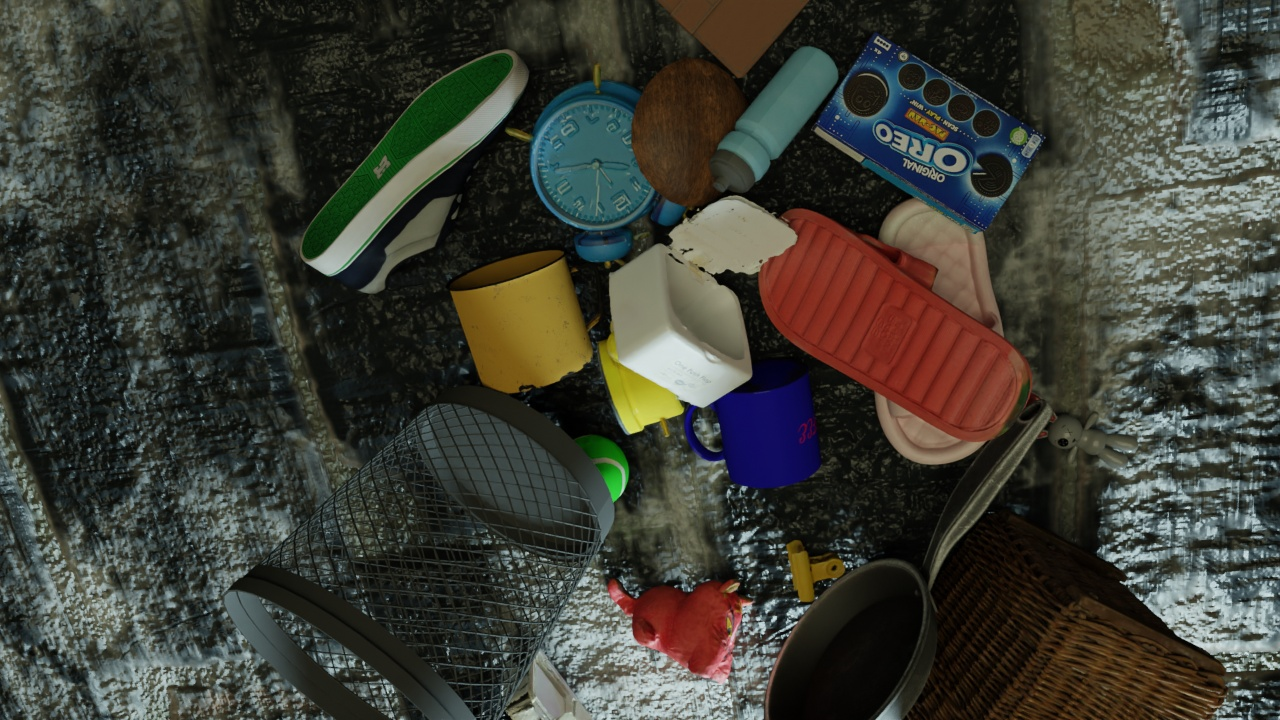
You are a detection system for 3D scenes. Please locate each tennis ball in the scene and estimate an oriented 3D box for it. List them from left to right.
[{"bbox_3d":[-0.043,0.098,0.807,0.065,0.065,0.065,2,109,7],"label":"tennis ball"}]

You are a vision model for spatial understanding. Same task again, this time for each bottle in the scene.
[{"bbox_3d":[0.095,-0.173,0.675,0.040,0.040,0.130,40,77,-7],"label":"bottle"}]

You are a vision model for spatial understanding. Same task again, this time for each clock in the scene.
[{"bbox_3d":[-0.021,-0.143,0.723,0.117,0.060,0.161,-33,104,16],"label":"clock"},{"bbox_3d":[-0.005,0.004,0.761,0.057,0.083,0.119,-17,108,8],"label":"clock"}]

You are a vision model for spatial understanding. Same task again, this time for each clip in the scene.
[{"bbox_3d":[0.158,0.190,0.831,0.049,0.044,0.054,-1,109,34],"label":"clip"}]

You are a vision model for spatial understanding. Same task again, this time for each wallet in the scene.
[{"bbox_3d":[0.060,-0.285,0.688,0.121,0.013,0.087,42,105,-7],"label":"wallet"}]

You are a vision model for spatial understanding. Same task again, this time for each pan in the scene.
[{"bbox_3d":[0.225,0.182,0.753,0.055,0.187,0.357,39,97,-10],"label":"pan"}]

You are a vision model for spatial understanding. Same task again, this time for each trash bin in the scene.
[{"bbox_3d":[-0.158,0.164,0.725,0.218,0.226,0.218,22,141,19],"label":"trash bin"}]

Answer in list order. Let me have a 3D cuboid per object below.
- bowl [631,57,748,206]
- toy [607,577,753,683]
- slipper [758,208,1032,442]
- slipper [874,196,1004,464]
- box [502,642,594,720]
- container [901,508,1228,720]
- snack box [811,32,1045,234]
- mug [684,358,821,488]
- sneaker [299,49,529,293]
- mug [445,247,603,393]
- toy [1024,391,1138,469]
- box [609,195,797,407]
[{"bbox_3d":[0.046,-0.173,0.686,0.102,0.026,0.114,42,72,-26],"label":"bowl"},{"bbox_3d":[0.036,0.229,0.854,0.133,0.088,0.094,24,78,19],"label":"toy"},{"bbox_3d":[0.185,-0.029,0.684,0.249,0.059,0.104,43,118,36],"label":"slipper"},{"bbox_3d":[0.239,-0.022,0.731,0.107,0.055,0.222,-6,104,9],"label":"slipper"},{"bbox_3d":[-0.059,0.351,0.838,0.070,0.186,0.143,-32,106,4],"label":"box"},{"bbox_3d":[0.311,0.243,0.725,0.162,0.249,0.183,28,100,-2],"label":"container"},{"bbox_3d":[0.212,-0.168,0.683,0.150,0.027,0.082,32,91,2],"label":"snack box"},{"bbox_3d":[0.090,0.052,0.768,0.111,0.079,0.083,-5,108,21],"label":"mug"},{"bbox_3d":[-0.167,-0.147,0.743,0.235,0.084,0.079,-43,134,11],"label":"sneaker"},{"bbox_3d":[-0.085,-0.036,0.755,0.123,0.100,0.094,-21,109,-16],"label":"mug"},{"bbox_3d":[0.351,0.059,0.757,0.112,0.030,0.049,20,114,5],"label":"toy"},{"bbox_3d":[0.060,-0.054,0.700,0.137,0.120,0.109,-30,137,31],"label":"box"}]
